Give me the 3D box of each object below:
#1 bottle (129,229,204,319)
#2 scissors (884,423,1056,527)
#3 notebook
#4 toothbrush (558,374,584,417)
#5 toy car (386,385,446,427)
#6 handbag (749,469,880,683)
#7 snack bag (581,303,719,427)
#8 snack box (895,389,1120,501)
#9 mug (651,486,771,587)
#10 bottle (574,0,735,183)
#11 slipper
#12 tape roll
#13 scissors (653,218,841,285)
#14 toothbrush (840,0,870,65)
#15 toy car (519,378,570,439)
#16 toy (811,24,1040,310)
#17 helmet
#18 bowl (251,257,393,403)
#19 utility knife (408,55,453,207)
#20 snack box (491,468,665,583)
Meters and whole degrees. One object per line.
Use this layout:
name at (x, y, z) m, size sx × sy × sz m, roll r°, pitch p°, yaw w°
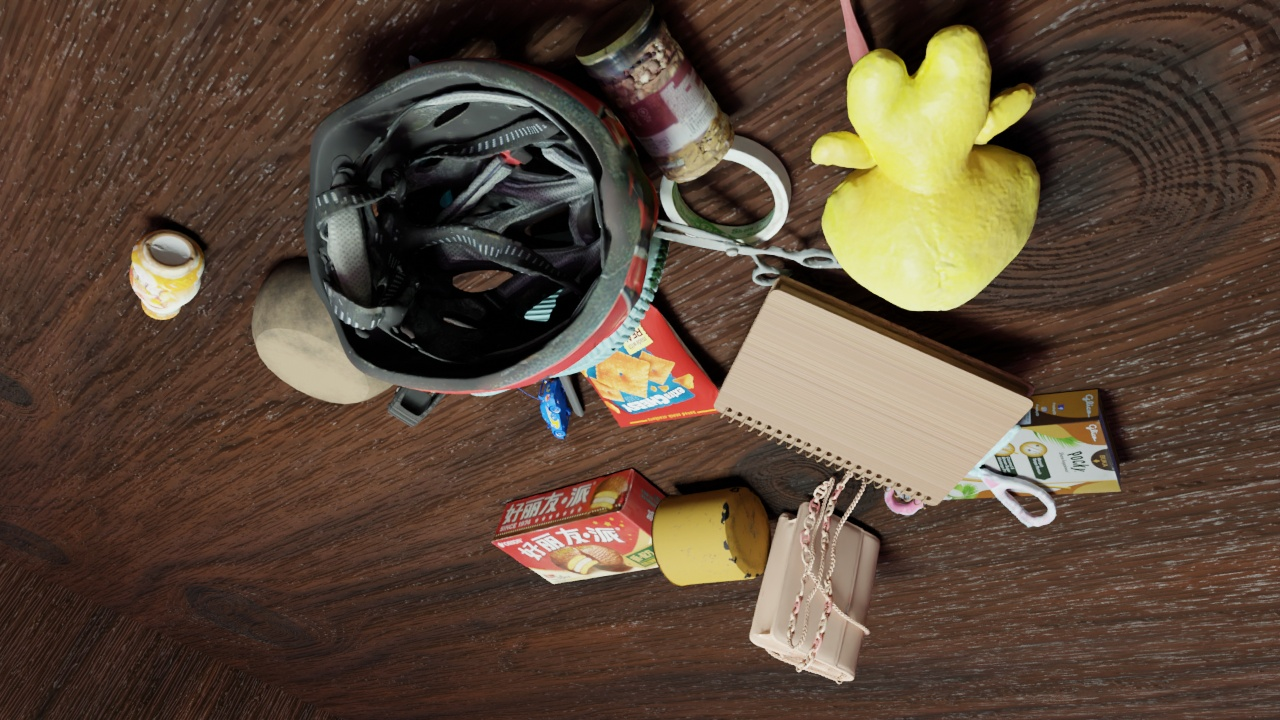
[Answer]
bottle at (-0.468, -0.080, 0.905) m, size 0.063 × 0.063 × 0.109 m, roll 30°, pitch 142°, yaw -15°
scissors at (0.293, 0.104, 0.798) m, size 0.175 × 0.013 × 0.171 m, roll 23°, pitch 141°, yaw -4°
notebook at (0.178, 0.035, 0.748) m, size 0.210 × 0.022 × 0.170 m, roll 24°, pitch 139°, yaw 3°
toothbrush at (-0.073, 0.019, 0.877) m, size 0.013 × 0.013 × 0.167 m, roll 32°, pitch 161°, yaw 21°
toy car at (-0.220, 0.029, 0.937) m, size 0.040 × 0.037 × 0.092 m, roll 36°, pitch 108°, yaw -21°
handbag at (0.203, 0.229, 0.900) m, size 0.116 × 0.198 × 0.188 m, roll 25°, pitch 151°, yaw -9°
snack bag at (-0.005, 0.005, 0.831) m, size 0.131 × 0.039 × 0.144 m, roll -11°, pitch 131°, yaw 37°
snack box at (0.304, 0.078, 0.797) m, size 0.186 × 0.031 × 0.101 m, roll -9°, pitch 136°, yaw 32°
mug at (0.086, 0.191, 0.992) m, size 0.094 × 0.100 × 0.123 m, roll -15°, pitch 157°, yaw 35°
bottle at (0.011, -0.169, 0.582) m, size 0.056 × 0.056 × 0.105 m, roll -13°, pitch 134°, yaw 36°
slipper at (-0.084, -0.039, 0.752) m, size 0.069 × 0.115 × 0.277 m, roll 27°, pitch 149°, yaw -32°
tape roll at (0.061, -0.119, 0.658) m, size 0.094 × 0.018 × 0.094 m, roll 12°, pitch 143°, yaw 9°
scissors at (0.083, -0.083, 0.663) m, size 0.121 × 0.014 × 0.159 m, roll -10°, pitch 159°, yaw 33°
toothbrush at (0.133, -0.182, 0.552) m, size 0.015 × 0.015 × 0.184 m, roll -2°, pitch 142°, yaw 26°
toy car at (-0.106, 0.042, 0.926) m, size 0.062 × 0.033 × 0.092 m, roll 5°, pitch 142°, yaw 7°
toy at (0.176, -0.106, 0.564) m, size 0.134 × 0.092 × 0.208 m, roll -10°, pitch 132°, yaw 15°
helmet at (-0.104, -0.089, 0.627) m, size 0.273 × 0.166 × 0.217 m, roll -4°, pitch 97°, yaw 29°
bowl at (-0.308, -0.020, 0.906) m, size 0.162 × 0.070 × 0.162 m, roll 12°, pitch 144°, yaw 9°
utility knife at (-0.163, -0.167, 0.699) m, size 0.022 × 0.015 × 0.149 m, roll 7°, pitch 140°, yaw 6°
snack box at (-0.060, 0.204, 1.099) m, size 0.237 × 0.060 × 0.113 m, roll -21°, pitch 127°, yaw 41°
